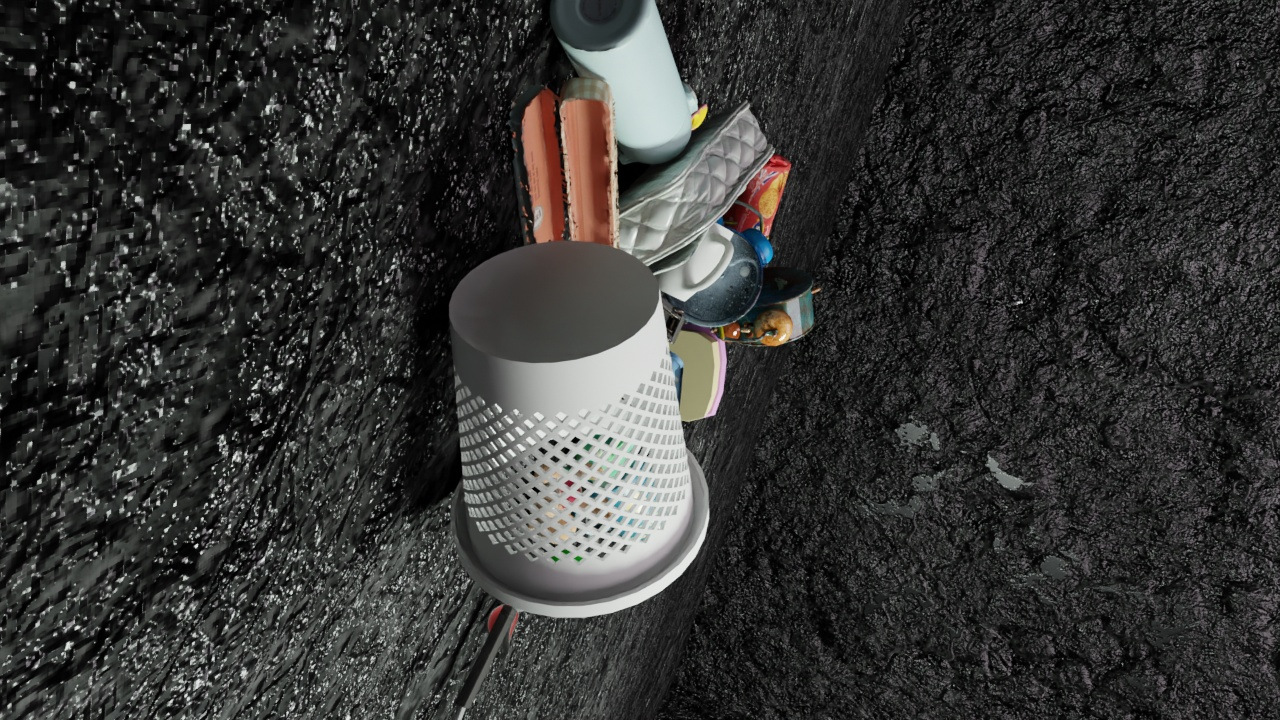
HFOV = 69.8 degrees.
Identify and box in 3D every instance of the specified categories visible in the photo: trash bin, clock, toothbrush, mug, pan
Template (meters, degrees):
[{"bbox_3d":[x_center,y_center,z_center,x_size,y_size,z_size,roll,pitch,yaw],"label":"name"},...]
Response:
[{"bbox_3d":[-0.050,0.037,0.639,0.194,0.196,0.200,-55,152,-44],"label":"trash bin"},{"bbox_3d":[0.091,-0.112,1.071,0.161,0.117,0.060,-64,177,-1],"label":"clock"},{"bbox_3d":[0.047,-0.238,0.915,0.135,0.016,0.021,-47,153,-57],"label":"toothbrush"},{"bbox_3d":[0.058,-0.108,0.986,0.071,0.107,0.089,22,98,-35],"label":"mug"},{"bbox_3d":[0.149,-0.066,1.139,0.157,0.121,0.073,-44,131,-47],"label":"clock"},{"bbox_3d":[-0.030,0.162,1.088,0.112,0.084,0.104,-35,136,-3],"label":"mug"},{"bbox_3d":[-0.204,0.390,0.836,0.179,0.041,0.356,78,35,-66],"label":"pan"}]

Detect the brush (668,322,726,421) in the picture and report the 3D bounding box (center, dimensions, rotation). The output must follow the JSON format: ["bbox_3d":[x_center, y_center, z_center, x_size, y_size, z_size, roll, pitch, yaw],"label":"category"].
[{"bbox_3d":[0.067,-0.033,1.187,0.043,0.089,0.229,-23,121,-65],"label":"brush"}]

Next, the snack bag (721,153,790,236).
[{"bbox_3d":[0.147,-0.202,1.236,0.082,0.082,0.177,-39,148,-64],"label":"snack bag"}]

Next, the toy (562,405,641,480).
[{"bbox_3d":[-0.026,0.075,1.004,0.131,0.072,0.192,-35,-172,33],"label":"toy"}]

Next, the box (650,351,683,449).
[{"bbox_3d":[0.020,0.048,1.145,0.037,0.066,0.210,-57,162,-30],"label":"box"}]

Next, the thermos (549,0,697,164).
[{"bbox_3d":[-0.006,-0.202,0.656,0.078,0.065,0.207,-34,167,5],"label":"thermos"}]

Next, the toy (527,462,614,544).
[{"bbox_3d":[-0.084,0.148,0.910,0.085,0.074,0.106,-1,146,-33],"label":"toy"}]

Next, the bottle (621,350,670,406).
[{"bbox_3d":[-0.006,0.006,0.983,0.131,0.061,0.061,-38,144,-65],"label":"bottle"}]

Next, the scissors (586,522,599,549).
[{"bbox_3d":[-0.039,0.172,1.218,0.201,0.015,0.202,-57,163,-48],"label":"scissors"}]

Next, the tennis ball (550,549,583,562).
[{"bbox_3d":[-0.082,0.249,1.052,0.065,0.065,0.065,22,89,-77],"label":"tennis ball"}]

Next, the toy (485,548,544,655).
[{"bbox_3d":[-0.125,0.246,0.951,0.049,0.030,0.111,63,40,-34],"label":"toy"}]

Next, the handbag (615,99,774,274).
[{"bbox_3d":[0.036,-0.143,0.807,0.139,0.072,0.194,-25,-161,40],"label":"handbag"}]

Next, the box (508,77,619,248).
[{"bbox_3d":[-0.053,-0.117,0.649,0.187,0.085,0.048,88,-6,-55],"label":"box"}]

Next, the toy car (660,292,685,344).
[{"bbox_3d":[0.015,-0.051,1.008,0.092,0.037,0.040,34,78,-50],"label":"toy car"}]
